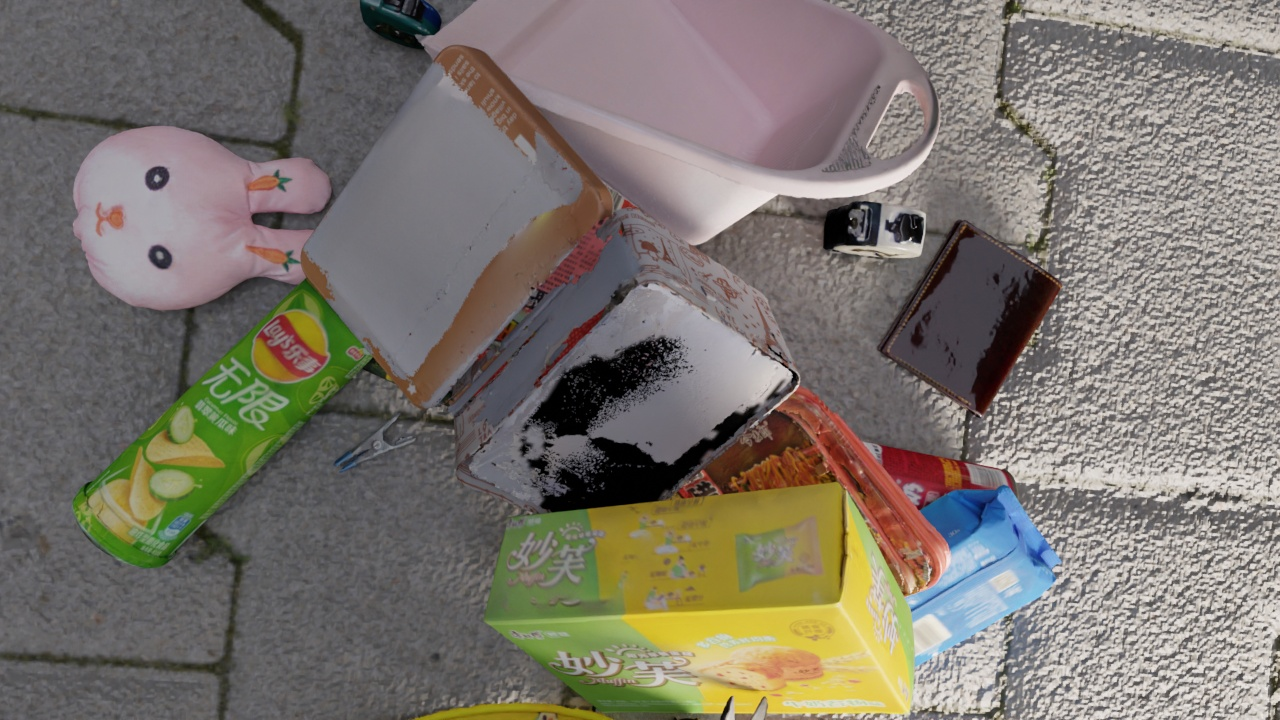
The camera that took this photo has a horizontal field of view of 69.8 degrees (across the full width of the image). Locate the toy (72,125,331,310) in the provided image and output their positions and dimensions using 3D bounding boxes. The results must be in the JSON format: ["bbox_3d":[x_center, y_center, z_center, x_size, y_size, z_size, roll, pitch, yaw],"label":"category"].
[{"bbox_3d":[-0.288,-0.095,0.610,0.159,0.054,0.121,-4,90,-16],"label":"toy"}]

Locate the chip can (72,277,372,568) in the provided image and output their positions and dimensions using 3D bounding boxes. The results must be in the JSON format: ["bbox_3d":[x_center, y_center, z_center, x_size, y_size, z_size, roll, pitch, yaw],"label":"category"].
[{"bbox_3d":[-0.264,0.037,0.599,0.072,0.072,0.221,45,84,-5],"label":"chip can"}]

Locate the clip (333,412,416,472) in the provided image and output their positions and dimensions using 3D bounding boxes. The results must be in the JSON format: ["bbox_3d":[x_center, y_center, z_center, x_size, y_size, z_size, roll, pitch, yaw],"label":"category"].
[{"bbox_3d":[-0.185,0.060,0.636,0.057,0.025,0.029,-33,98,-13],"label":"clip"}]

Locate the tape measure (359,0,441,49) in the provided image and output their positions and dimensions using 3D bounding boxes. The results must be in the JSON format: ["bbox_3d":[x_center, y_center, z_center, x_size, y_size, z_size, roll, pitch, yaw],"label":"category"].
[{"bbox_3d":[-0.164,-0.232,0.624,0.054,0.058,0.025,19,86,-11],"label":"tape measure"}]

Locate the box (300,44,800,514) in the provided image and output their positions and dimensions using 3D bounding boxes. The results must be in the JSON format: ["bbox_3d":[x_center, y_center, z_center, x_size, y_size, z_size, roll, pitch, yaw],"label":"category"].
[{"bbox_3d":[-0.059,-0.025,0.532,0.274,0.124,0.179,40,114,-12],"label":"box"}]

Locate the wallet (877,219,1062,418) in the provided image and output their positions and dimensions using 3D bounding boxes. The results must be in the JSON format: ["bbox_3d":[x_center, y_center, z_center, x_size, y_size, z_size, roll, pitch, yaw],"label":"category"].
[{"bbox_3d":[0.251,-0.032,0.698,0.096,0.020,0.122,33,86,-1],"label":"wallet"}]

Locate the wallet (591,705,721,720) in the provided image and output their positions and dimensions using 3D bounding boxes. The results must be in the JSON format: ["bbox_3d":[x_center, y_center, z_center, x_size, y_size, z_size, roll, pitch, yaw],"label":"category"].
[{"bbox_3d":[0.018,0.233,0.664,0.097,0.019,0.121,13,86,-9],"label":"wallet"}]

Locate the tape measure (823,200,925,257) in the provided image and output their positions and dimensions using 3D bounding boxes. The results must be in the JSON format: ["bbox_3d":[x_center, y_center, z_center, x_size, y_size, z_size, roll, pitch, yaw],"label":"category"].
[{"bbox_3d":[0.172,-0.093,0.663,0.066,0.066,0.033,6,93,-6],"label":"tape measure"}]

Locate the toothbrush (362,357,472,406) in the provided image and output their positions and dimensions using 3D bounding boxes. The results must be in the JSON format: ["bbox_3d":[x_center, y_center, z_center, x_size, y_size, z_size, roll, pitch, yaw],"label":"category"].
[{"bbox_3d":[-0.108,0.036,0.651,0.186,0.012,0.017,24,80,-7],"label":"toothbrush"}]

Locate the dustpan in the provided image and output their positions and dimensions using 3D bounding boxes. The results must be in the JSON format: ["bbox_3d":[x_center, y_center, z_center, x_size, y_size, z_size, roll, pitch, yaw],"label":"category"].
[{"bbox_3d":[0.046,-0.199,0.577,0.273,0.139,0.221,40,52,-14],"label":"dustpan"}]

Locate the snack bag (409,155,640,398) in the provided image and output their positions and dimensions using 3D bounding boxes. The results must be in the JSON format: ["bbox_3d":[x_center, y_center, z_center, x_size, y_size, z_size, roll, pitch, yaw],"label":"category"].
[{"bbox_3d":[-0.074,-0.067,0.634,0.128,0.073,0.208,24,91,-18],"label":"snack bag"}]

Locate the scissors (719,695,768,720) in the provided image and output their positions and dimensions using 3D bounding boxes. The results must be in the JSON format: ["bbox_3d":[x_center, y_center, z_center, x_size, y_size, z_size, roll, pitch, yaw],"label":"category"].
[{"bbox_3d":[0.044,0.278,0.513,0.172,0.019,0.179,-57,134,-26],"label":"scissors"}]

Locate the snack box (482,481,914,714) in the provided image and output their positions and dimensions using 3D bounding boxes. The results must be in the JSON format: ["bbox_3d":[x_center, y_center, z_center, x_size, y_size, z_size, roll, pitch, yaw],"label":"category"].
[{"bbox_3d":[0.038,0.149,0.539,0.210,0.158,0.069,-10,48,24],"label":"snack box"}]

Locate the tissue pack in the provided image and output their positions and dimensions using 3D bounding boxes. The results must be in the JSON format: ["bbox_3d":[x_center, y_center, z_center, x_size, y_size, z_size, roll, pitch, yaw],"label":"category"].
[{"bbox_3d":[0.207,0.151,0.643,0.157,0.052,0.095,-38,116,18],"label":"tissue pack"}]

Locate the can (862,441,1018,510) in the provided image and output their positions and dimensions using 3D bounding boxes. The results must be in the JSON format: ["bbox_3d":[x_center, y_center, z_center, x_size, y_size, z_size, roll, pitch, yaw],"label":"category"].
[{"bbox_3d":[0.201,0.094,0.671,0.132,0.053,0.053,11,88,-7],"label":"can"}]

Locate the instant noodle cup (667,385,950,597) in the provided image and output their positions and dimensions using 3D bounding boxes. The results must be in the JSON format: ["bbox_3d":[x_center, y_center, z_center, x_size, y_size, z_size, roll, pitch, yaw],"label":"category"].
[{"bbox_3d":[0.095,0.096,0.616,0.164,0.189,0.078,50,41,-5],"label":"instant noodle cup"}]

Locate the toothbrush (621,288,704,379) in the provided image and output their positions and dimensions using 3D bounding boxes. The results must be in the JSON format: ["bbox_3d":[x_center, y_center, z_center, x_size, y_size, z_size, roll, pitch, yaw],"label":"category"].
[{"bbox_3d":[-0.004,0.004,0.656,0.189,0.021,0.029,-49,132,-12],"label":"toothbrush"}]

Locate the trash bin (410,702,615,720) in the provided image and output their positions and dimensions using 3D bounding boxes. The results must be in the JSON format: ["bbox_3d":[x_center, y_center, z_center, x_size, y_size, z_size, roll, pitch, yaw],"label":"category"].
[{"bbox_3d":[-0.088,0.378,0.551,0.229,0.229,0.255,-3,95,-8],"label":"trash bin"}]

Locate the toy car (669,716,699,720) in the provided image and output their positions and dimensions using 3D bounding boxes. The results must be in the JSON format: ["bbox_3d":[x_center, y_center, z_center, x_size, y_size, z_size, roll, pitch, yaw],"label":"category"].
[{"bbox_3d":[0.039,0.302,0.580,0.041,0.071,0.156,0,98,-31],"label":"toy car"}]
